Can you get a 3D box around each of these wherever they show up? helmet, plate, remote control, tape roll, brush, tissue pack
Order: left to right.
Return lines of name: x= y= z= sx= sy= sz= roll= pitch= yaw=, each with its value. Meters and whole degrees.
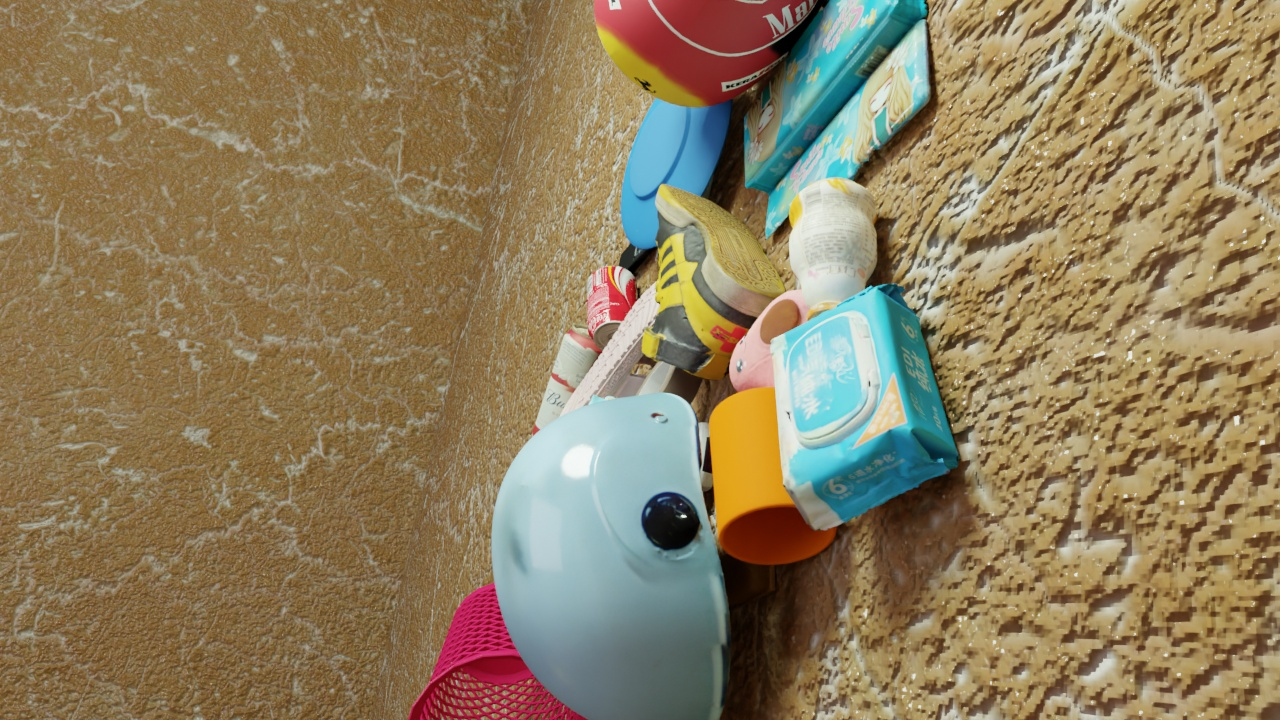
helmet: x=-0.026 y=0.160 z=0.700 sx=0.226 sy=0.166 sz=0.265 roll=104 pitch=153 yaw=-52
remote control: x=0.006 y=-0.143 z=1.158 sx=0.152 sy=0.020 sz=0.041 roll=143 pitch=139 yaw=-61
tape roll: x=0.023 y=0.034 z=0.898 sx=0.094 sy=0.030 sz=0.093 roll=-54 pitch=12 yaw=17
plate: x=0.027 y=-0.234 z=1.015 sx=0.225 sy=0.024 sz=0.223 roll=-40 pitch=41 yaw=48
remote control: x=0.036 y=0.097 z=0.860 sx=0.139 sy=0.025 sz=0.060 roll=150 pitch=133 yaw=-66
helmet: x=0.075 y=-0.365 z=0.832 sx=0.270 sy=0.197 sz=0.225 roll=-60 pitch=13 yaw=-6
brush: x=0.067 y=0.174 z=0.719 sx=0.127 sy=0.017 sz=0.048 roll=131 pitch=149 yaw=-54
tissue pack: x=0.128 y=0.023 z=0.554 sx=0.093 sy=0.061 sz=0.144 roll=-35 pitch=38 yaw=34

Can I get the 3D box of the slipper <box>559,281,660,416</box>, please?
slipper: x=-0.006 y=0.006 z=0.994 sx=0.240 sy=0.064 sz=0.094 roll=-51 pitch=17 yaw=23

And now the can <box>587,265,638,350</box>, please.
can: x=-0.034 y=-0.064 z=1.138 sx=0.104 sy=0.064 sz=0.064 roll=-94 pitch=26 yaw=-45

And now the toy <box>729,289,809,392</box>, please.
toy: x=0.105 y=-0.004 z=0.693 sx=0.110 sy=0.051 sz=0.089 roll=135 pitch=147 yaw=-59

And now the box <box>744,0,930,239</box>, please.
box: x=0.153 y=-0.204 z=0.752 sx=0.227 sy=0.039 sz=0.181 roll=132 pitch=148 yaw=-54

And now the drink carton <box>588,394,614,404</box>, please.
drink carton: x=-0.047 y=0.088 z=0.968 sx=0.129 sy=0.044 sz=0.038 roll=112 pitch=171 yaw=-45

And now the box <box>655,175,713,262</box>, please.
box: x=0.060 y=-0.207 z=1.035 sx=0.066 sy=0.044 sz=0.209 roll=135 pitch=147 yaw=-80

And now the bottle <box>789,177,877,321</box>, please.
bottle: x=0.135 y=-0.072 z=0.641 sx=0.063 sy=0.063 sz=0.108 roll=134 pitch=146 yaw=-57

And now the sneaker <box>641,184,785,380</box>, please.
sneaker: x=0.049 y=-0.070 z=0.853 sx=0.122 sy=0.086 sz=0.238 roll=-62 pitch=25 yaw=24

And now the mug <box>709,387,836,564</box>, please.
mug: x=0.102 y=0.072 z=0.623 sx=0.113 sy=0.077 sz=0.095 roll=-28 pitch=42 yaw=28

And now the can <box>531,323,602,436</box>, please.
can: x=-0.090 y=0.039 z=1.218 sx=0.067 sy=0.067 sz=0.170 roll=-128 pitch=56 yaw=-68

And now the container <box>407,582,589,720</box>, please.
container: x=-0.153 y=0.350 z=1.011 sx=0.225 sy=0.183 sz=0.183 roll=-122 pitch=49 yaw=-76
